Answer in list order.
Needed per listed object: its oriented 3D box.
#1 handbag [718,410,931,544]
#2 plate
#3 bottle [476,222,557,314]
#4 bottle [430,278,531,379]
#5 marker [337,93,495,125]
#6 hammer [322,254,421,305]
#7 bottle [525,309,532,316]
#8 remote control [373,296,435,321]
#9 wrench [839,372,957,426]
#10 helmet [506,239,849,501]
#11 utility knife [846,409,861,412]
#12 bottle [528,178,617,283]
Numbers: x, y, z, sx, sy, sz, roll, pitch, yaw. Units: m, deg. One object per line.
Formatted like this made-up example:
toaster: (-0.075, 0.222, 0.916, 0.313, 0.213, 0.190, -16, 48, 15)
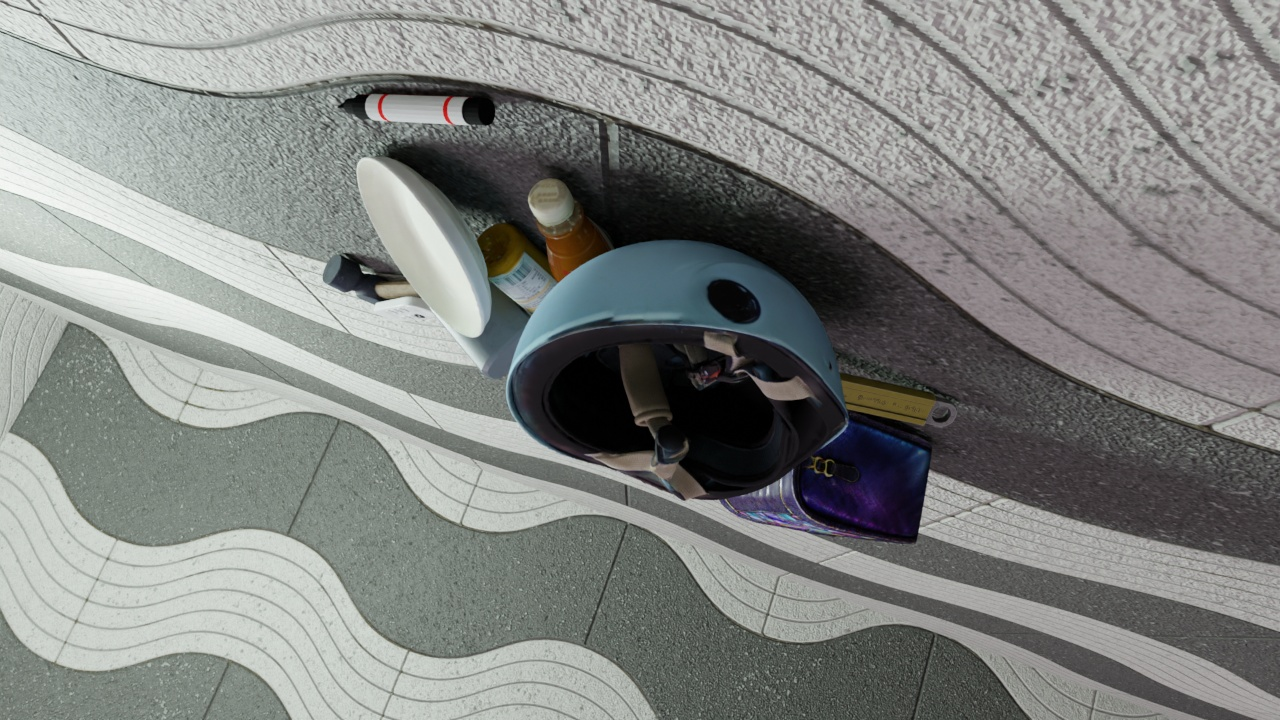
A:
handbag: (0.190, 0.128, 1.040, 0.222, 0.125, 0.205, 16, 168, -15)
plate: (-0.185, -0.105, 0.816, 0.182, 0.034, 0.183, 42, 155, 25)
bottle: (-0.090, -0.066, 0.900, 0.053, 0.053, 0.186, 10, 161, 34)
bottle: (-0.172, -0.059, 0.923, 0.161, 0.072, 0.046, 47, 178, 25)
marker: (-0.167, -0.182, 0.664, 0.146, 0.019, 0.019, 11, 162, 30)
hammer: (-0.235, -0.082, 1.068, 0.322, 0.040, 0.129, 4, 162, 44)
bottle: (-0.098, -0.032, 1.041, 0.136, 0.044, 0.044, 21, 165, -3)
remote control: (-0.282, -0.061, 1.105, 0.043, 0.013, 0.137, 21, 167, -34)
wrench: (0.164, 0.027, 0.855, 0.273, 0.084, 0.018, 13, -156, -7)
helmet: (0.025, 0.000, 0.725, 0.265, 0.166, 0.226, 16, 140, -26)
utility knife: (0.173, 0.051, 1.040, 0.198, 0.015, 0.031, 3, 160, 47)
bottle: (-0.051, -0.091, 0.760, 0.059, 0.059, 0.167, 14, 160, 21)
